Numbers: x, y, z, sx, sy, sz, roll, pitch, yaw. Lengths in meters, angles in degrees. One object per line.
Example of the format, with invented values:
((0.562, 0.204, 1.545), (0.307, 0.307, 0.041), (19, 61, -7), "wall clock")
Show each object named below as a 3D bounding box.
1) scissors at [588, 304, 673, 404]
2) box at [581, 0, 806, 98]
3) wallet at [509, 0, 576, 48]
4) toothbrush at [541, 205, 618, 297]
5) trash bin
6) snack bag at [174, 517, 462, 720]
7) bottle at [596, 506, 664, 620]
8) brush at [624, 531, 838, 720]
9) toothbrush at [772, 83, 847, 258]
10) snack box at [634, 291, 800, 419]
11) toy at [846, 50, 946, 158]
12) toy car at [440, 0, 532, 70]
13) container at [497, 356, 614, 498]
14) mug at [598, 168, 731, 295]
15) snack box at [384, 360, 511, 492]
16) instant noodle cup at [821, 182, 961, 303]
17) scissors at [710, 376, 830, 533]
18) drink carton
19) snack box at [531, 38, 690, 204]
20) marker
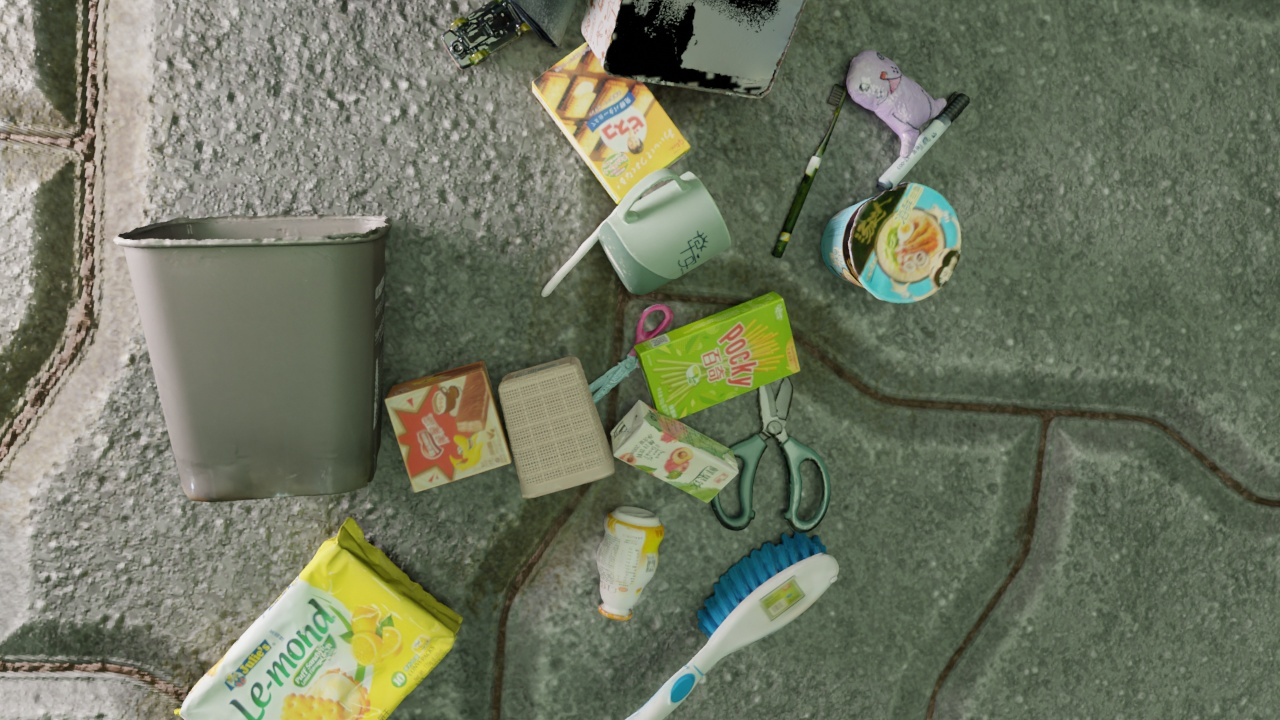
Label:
((-0.005, 0.008, 0.929), (0.072, 0.017, 0.137), (42, 93, -22), "scissors")
((0.035, -0.361, 0.838), (0.180, 0.158, 0.217), (-3, 54, -26), "box")
((-0.080, -0.345, 0.818), (0.019, 0.120, 0.097), (21, 93, 12), "wallet")
((-0.040, -0.133, 0.902), (0.016, 0.016, 0.180), (40, 89, -5), "toothbrush")
((-0.308, -0.011, 0.786), (0.198, 0.199, 0.220), (-3, 104, -10), "trash bin")
((-0.303, 0.290, 0.882), (0.158, 0.068, 0.246), (43, 88, -13), "snack bag")
((-0.015, 0.204, 0.925), (0.063, 0.063, 0.108), (11, 95, -12), "bottle")
((0.073, 0.285, 0.928), (0.314, 0.109, 0.060), (-35, 104, -5), "brush")
((0.171, -0.193, 0.934), (0.017, 0.012, 0.186), (21, 93, -6), "toothbrush")
((0.079, -0.003, 0.925), (0.156, 0.026, 0.086), (-21, 115, -8), "snack box")
((0.250, -0.264, 0.923), (0.108, 0.039, 0.083), (38, 73, -13), "toy")
((-0.139, -0.307, 0.850), (0.090, 0.035, 0.042), (-34, 103, -5), "toy car")
((-0.083, 0.060, 0.880), (0.090, 0.090, 0.111), (-16, 97, -1), "container")
((0.017, -0.126, 0.868), (0.106, 0.082, 0.112), (-29, 140, -2), "mug")
((-0.180, 0.060, 0.869), (0.094, 0.077, 0.093), (-16, 100, -8), "snack box")
((0.235, -0.113, 0.900), (0.111, 0.120, 0.111), (-1, 96, -9), "instant noodle cup")
((0.123, 0.101, 0.958), (0.161, 0.019, 0.179), (-14, 94, -4), "scissors")
((0.034, 0.091, 0.914), (0.122, 0.045, 0.054), (29, 115, -25), "drink carton")
((-0.028, -0.231, 0.875), (0.087, 0.034, 0.140), (-37, 97, -4), "snack box")
((0.291, -0.226, 0.949), (0.022, 0.018, 0.130), (43, 88, 13), "marker")
